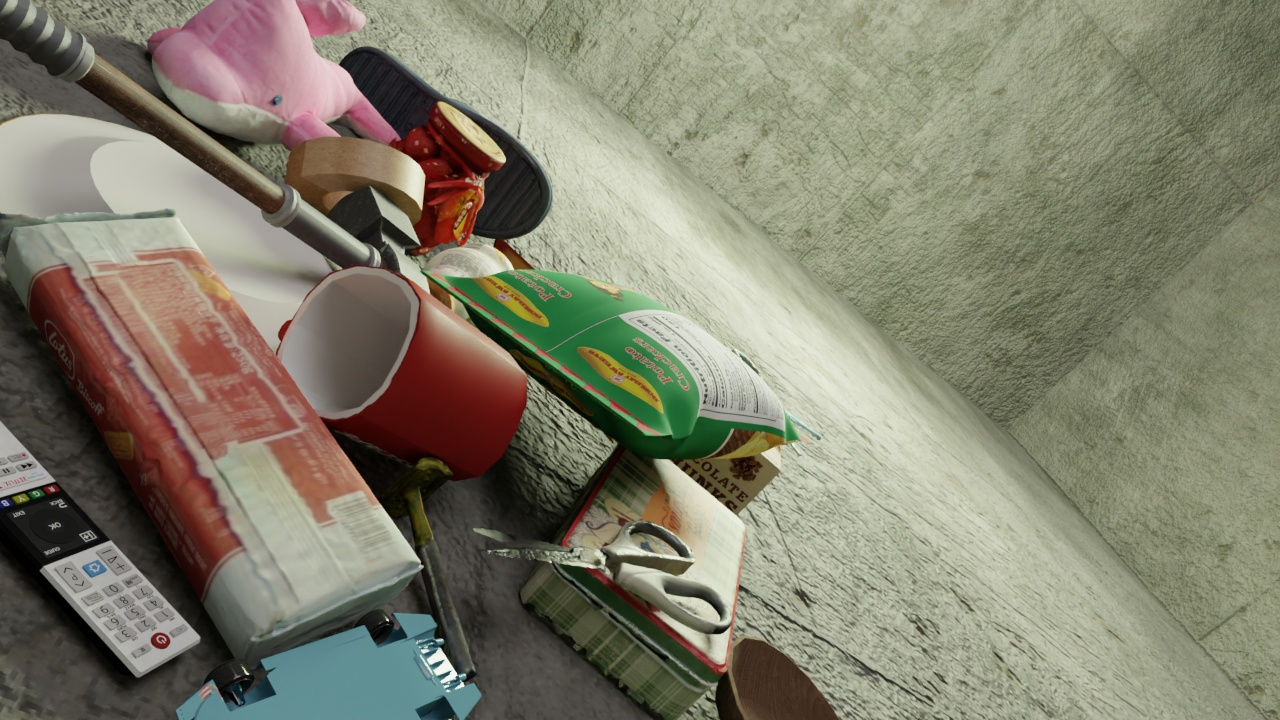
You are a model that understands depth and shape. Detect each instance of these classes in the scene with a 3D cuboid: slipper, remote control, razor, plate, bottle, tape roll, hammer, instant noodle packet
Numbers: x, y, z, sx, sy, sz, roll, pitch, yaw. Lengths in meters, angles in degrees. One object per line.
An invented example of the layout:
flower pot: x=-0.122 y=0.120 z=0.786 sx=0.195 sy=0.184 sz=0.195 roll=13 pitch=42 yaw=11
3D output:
slipper: x=-0.189 y=-0.206 z=0.897 sx=0.263 sy=0.101 sz=0.082 roll=39 pitch=8 yaw=12
remote control: x=-0.205 y=0.061 z=0.318 sx=0.124 sy=0.012 sz=0.028 roll=43 pitch=17 yaw=7
razor: x=-0.097 y=0.100 z=0.431 sx=0.026 sy=0.043 sz=0.105 roll=23 pitch=34 yaw=-51
plate: x=-0.251 y=-0.073 z=0.535 sx=0.230 sy=0.021 sz=0.229 roll=37 pitch=17 yaw=-14
bottle: x=-0.166 y=-0.139 z=0.739 sx=0.099 sy=0.111 sz=0.098 roll=42 pitch=15 yaw=-14
tape roll: x=-0.201 y=-0.122 z=0.648 sx=0.094 sy=0.094 sz=0.027 roll=22 pitch=64 yaw=-49
bottle: x=-0.133 y=-0.051 z=0.672 sx=0.063 sy=0.063 sz=0.108 roll=42 pitch=18 yaw=1
hammer: x=-0.215 y=-0.100 z=0.477 sx=0.156 sy=0.043 sz=0.322 roll=60 pitch=9 yaw=32
instant noodle packet: x=-0.004 y=0.004 z=0.636 sx=0.196 sy=0.090 sz=0.252 roll=34 pitch=12 yaw=29

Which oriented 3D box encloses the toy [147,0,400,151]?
toy: x=-0.270 y=-0.231 z=0.712 sx=0.186 sy=0.128 sz=0.265 roll=37 pitch=12 yaw=-4

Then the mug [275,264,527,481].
mug: x=-0.133 y=0.005 z=0.480 sx=0.116 sy=0.080 sz=0.096 roll=16 pitch=-15 yaw=31

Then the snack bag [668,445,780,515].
snack bag: x=0.069 y=0.057 z=0.836 sx=0.094 sy=0.070 sz=0.206 roll=41 pitch=16 yaw=-3

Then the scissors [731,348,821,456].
scissors: x=0.109 y=0.035 z=0.835 sx=0.172 sy=0.021 sz=0.171 roll=37 pitch=13 yaw=-31

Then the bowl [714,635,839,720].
bowl: x=0.079 y=0.215 z=0.520 sx=0.118 sy=0.030 sz=0.117 roll=42 pitch=18 yaw=-17

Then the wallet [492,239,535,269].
wallet: x=-0.099 y=-0.064 z=0.865 sx=0.115 sy=0.018 sz=0.091 roll=40 pitch=16 yaw=-19

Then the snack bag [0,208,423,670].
snack bag: x=-0.187 y=0.021 z=0.390 sx=0.225 sy=0.041 sz=0.077 roll=47 pitch=34 yaw=20

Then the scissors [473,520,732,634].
scissors: x=-0.020 y=0.098 z=0.475 sx=0.169 sy=0.013 sz=0.132 roll=32 pitch=16 yaw=-15

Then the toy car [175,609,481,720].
toy car: x=-0.112 y=0.129 z=0.329 sx=0.060 sy=0.028 sz=0.107 roll=49 pitch=28 yaw=23

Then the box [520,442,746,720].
box: x=0.006 y=0.122 z=0.571 sx=0.117 sy=0.050 sz=0.205 roll=42 pitch=16 yaw=0
